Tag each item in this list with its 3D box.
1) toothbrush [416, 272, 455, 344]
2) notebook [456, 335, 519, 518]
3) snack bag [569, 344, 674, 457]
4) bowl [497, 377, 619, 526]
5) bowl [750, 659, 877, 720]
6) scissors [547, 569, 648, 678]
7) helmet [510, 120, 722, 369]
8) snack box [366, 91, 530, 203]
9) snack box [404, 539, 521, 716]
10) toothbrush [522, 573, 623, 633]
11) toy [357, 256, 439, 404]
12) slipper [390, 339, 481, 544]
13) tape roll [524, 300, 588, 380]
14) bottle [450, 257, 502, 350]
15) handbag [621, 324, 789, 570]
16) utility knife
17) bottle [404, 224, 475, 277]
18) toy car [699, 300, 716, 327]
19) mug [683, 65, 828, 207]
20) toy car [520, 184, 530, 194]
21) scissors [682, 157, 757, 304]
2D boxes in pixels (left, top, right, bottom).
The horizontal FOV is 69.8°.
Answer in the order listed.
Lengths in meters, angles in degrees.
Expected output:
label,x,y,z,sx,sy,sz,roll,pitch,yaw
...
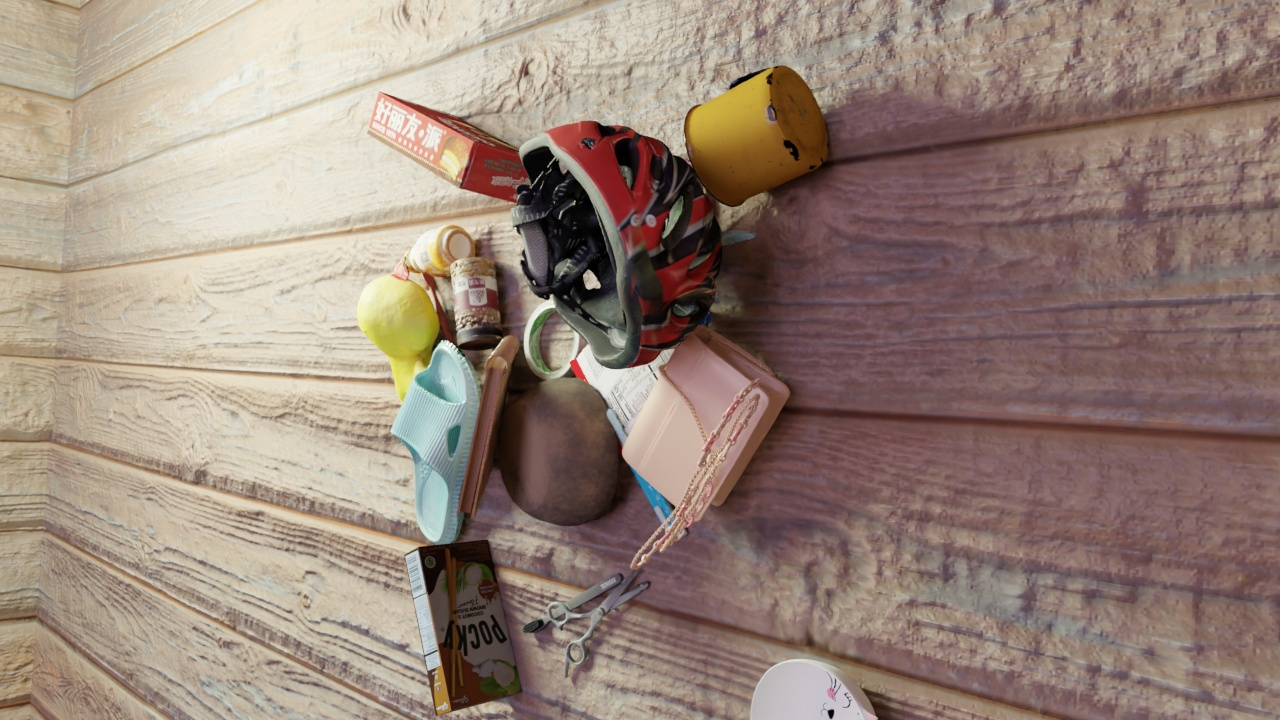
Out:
label,x,y,z,sx,sy,sz,roll,pitch,yaw
toothbrush,-0.263,-0.051,1.218,0.016,0.015,0.184,-46,59,34
notebook,-0.168,0.065,1.024,0.210,0.022,0.169,-116,38,-81
snack bag,-0.006,0.006,0.955,0.144,0.039,0.130,-44,57,24
bowl,-0.096,0.100,0.990,0.162,0.070,0.162,9,101,54
bowl,0.155,0.309,0.778,0.115,0.050,0.114,-4,84,43
scissors,-0.043,0.285,0.990,0.160,0.014,0.120,-14,90,32
helmet,-0.019,-0.108,0.831,0.272,0.166,0.218,-131,27,-59
snack box,-0.231,-0.263,1.136,0.236,0.113,0.060,33,108,39
snack box,-0.209,0.310,1.081,0.032,0.100,0.185,-31,66,37
toothbrush,-0.076,0.272,1.023,0.168,0.013,0.012,-37,63,32
toy,-0.312,-0.027,1.208,0.134,0.092,0.208,9,118,56
slipper,-0.255,0.112,1.138,0.116,0.069,0.276,27,115,38
tape roll,-0.098,-0.023,1.060,0.094,0.018,0.094,-4,84,42
bottle,-0.203,-0.069,1.134,0.056,0.056,0.105,-18,75,41
handbag,0.032,0.057,0.815,0.116,0.186,0.199,37,117,19
utility knife,0.003,0.114,0.930,0.022,0.015,0.148,-33,83,40
bottle,-0.265,-0.139,1.195,0.109,0.063,0.063,-8,81,45
toy car,0.037,-0.053,0.899,0.092,0.062,0.033,14,69,22
mug,0.107,-0.214,0.833,0.094,0.100,0.123,-19,61,39
toy car,-0.096,-0.174,1.038,0.092,0.037,0.040,14,96,10
scissors,0.036,-0.120,0.938,0.175,0.013,0.170,-32,65,27
